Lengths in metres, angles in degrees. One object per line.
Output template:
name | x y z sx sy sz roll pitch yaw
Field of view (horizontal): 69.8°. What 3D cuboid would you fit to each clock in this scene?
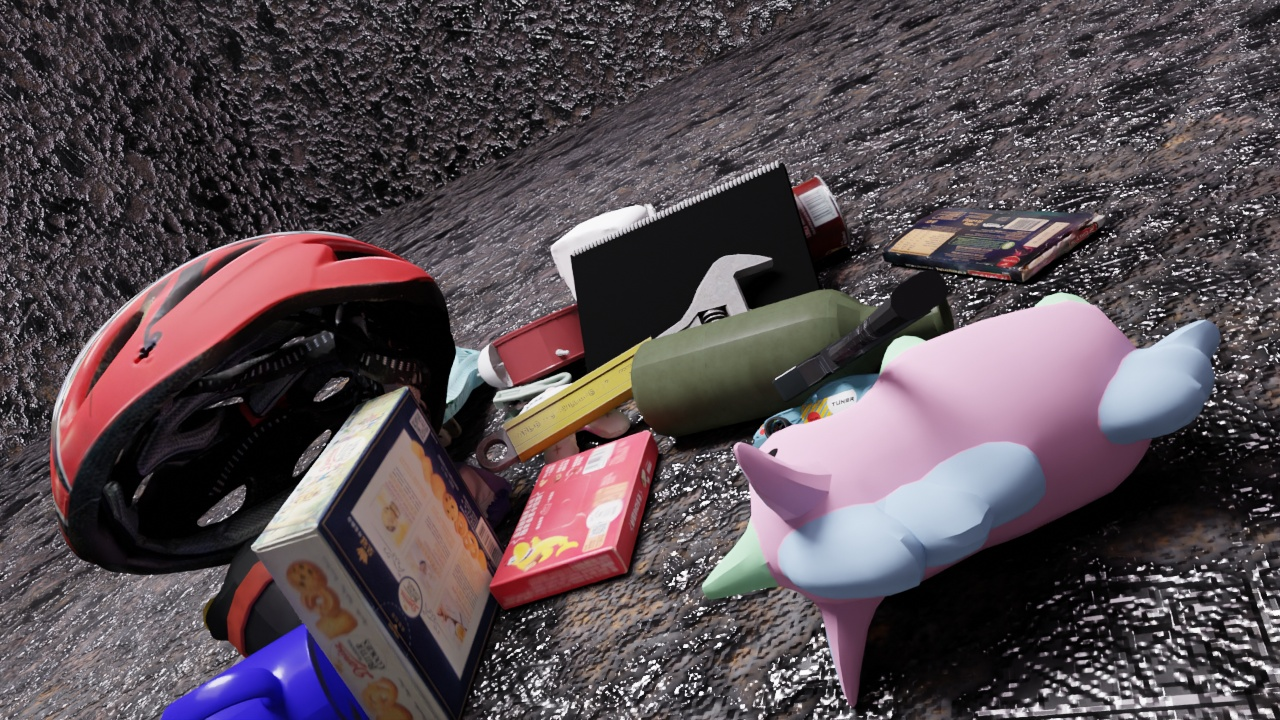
clock | -0.093 -0.011 0.860 0.138 0.048 0.096 -23 2 43

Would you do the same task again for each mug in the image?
mug | -0.194 0.186 0.473 0.083 0.111 0.079 -31 59 -6

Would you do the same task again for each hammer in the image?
hammer | 0.095 -0.013 0.368 0.095 0.015 0.324 -33 -7 7

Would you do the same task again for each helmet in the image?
helmet | -0.251 0.023 0.603 0.167 0.218 0.271 38 59 26

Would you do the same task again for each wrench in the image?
wrench | -0.004 0.004 0.692 0.273 0.018 0.083 -30 65 -9

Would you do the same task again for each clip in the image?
clip | -0.091 0.033 0.812 0.076 0.047 0.023 -18 24 17
clip | -0.196 0.071 0.863 0.047 0.025 0.062 -36 20 -18

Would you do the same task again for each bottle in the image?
bottle | 0.095 -0.003 0.596 0.207 0.071 0.071 -16 24 30

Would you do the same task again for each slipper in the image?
slipper | -0.211 0.019 0.899 0.116 0.069 0.276 -24 10 1

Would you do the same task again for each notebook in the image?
notebook | 0.040 -0.067 0.770 0.207 0.016 0.148 -21 61 20

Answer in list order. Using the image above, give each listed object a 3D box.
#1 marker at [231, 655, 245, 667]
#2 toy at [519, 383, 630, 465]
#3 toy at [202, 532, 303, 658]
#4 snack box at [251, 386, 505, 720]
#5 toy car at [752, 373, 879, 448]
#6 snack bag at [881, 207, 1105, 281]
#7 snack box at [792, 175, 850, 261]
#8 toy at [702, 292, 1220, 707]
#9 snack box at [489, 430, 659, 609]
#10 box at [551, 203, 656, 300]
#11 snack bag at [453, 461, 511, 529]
marker | -0.276 0.225 0.607 0.019 0.019 0.145 -19 23 25
toy | -0.060 0.042 0.733 0.076 0.037 0.125 -25 26 -12
toy | -0.210 0.159 0.583 0.119 0.097 0.100 35 109 42
snack box | -0.134 0.111 0.517 0.043 0.144 0.144 -19 22 15
toy car | 0.112 0.026 0.526 0.108 0.027 0.060 -19 -14 25
snack bag | 0.250 -0.089 0.674 0.074 0.018 0.155 -33 21 -13
snack box | 0.115 -0.105 0.812 0.121 0.072 0.072 -26 21 4
toy | 0.141 0.040 0.396 0.223 0.120 0.170 -20 12 23
snack box | -0.039 0.099 0.597 0.089 0.021 0.132 -21 22 20
box | -0.003 -0.107 0.918 0.103 0.110 0.129 -12 27 36
snack bag | -0.196 0.124 0.689 0.206 0.058 0.096 -11 28 38
